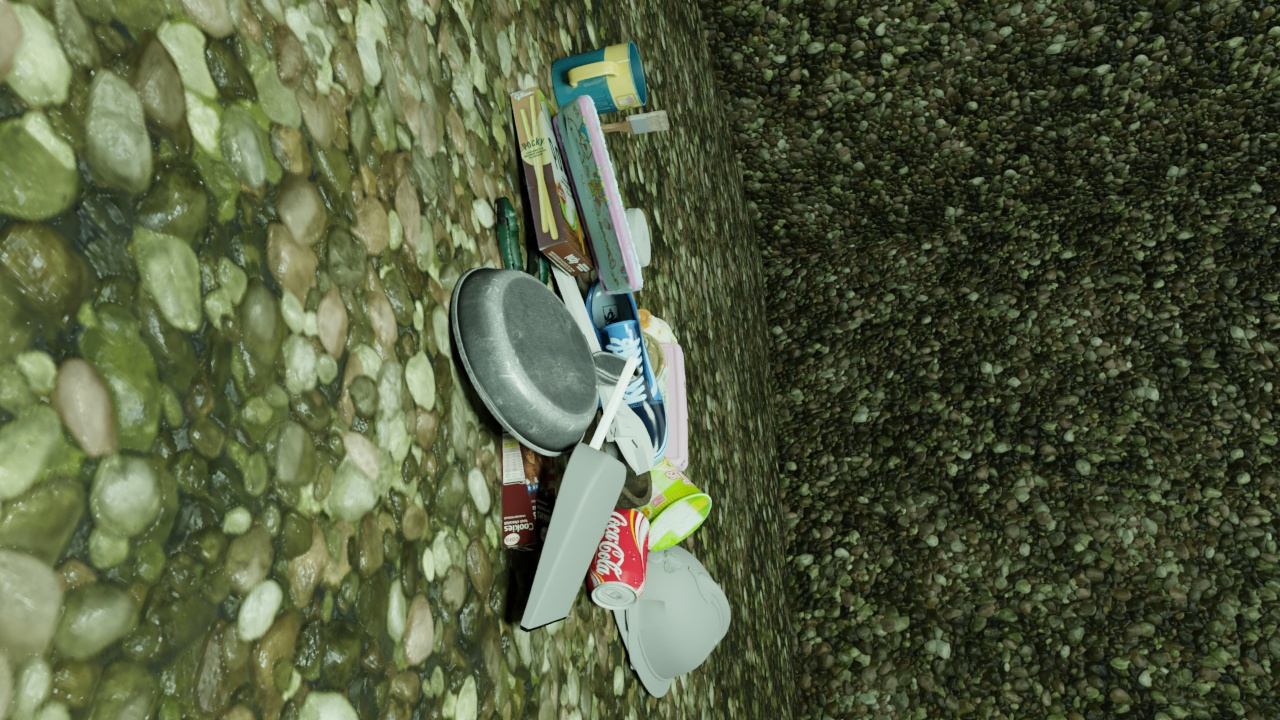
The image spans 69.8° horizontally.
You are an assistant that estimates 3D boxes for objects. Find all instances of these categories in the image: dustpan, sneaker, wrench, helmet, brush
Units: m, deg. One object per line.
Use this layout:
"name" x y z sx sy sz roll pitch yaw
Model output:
"dustpan" -0.046 0.119 0.855 0.163 0.033 0.257 58 56 -77
"sneaker" -0.025 0.007 1.109 0.098 0.083 0.241 79 -2 -73
"wrench" -0.046 0.000 1.047 0.086 0.018 0.273 12 55 -68
"helmet" 0.051 0.309 1.172 0.183 0.118 0.271 -79 155 -55
"brush" -0.037 -0.288 1.135 0.045 0.143 0.008 55 29 -79

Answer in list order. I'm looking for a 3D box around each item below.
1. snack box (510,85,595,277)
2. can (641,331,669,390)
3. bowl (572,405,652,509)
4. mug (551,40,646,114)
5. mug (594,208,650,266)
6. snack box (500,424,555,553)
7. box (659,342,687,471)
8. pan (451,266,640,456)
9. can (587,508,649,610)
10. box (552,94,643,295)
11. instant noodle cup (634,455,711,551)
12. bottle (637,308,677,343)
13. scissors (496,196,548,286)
"snack box" -0.097 -0.197 1.025 0.101 0.032 0.186 38 38 -71
"can" -0.007 0.007 1.197 0.043 0.086 0.086 50 33 -68
"bowl" -0.041 0.116 1.037 0.121 0.056 0.121 54 21 -32
"mug" -0.057 -0.363 1.183 0.113 0.107 0.083 -29 111 -76
"mug" -0.032 -0.176 1.248 0.084 0.070 0.113 -74 154 -60
"snack box" -0.103 0.103 0.845 0.051 0.032 0.140 49 35 -66
"box" 0.024 0.082 1.310 0.103 0.087 0.201 83 5 -59
"pan" -0.065 0.000 0.907 0.356 0.055 0.187 3 62 -64
"can" -0.024 0.221 1.031 0.104 0.064 0.064 -84 160 -47
"box" -0.048 -0.178 1.022 0.150 0.049 0.214 -157 -129 -79
"instant noodle cup" 0.018 0.162 1.133 0.108 0.099 0.099 51 -5 34
"bottle" 0.015 -0.036 1.376 0.109 0.063 0.063 54 30 -57
"scissors" -0.120 -0.070 0.922 0.147 0.015 0.209 65 19 -58
